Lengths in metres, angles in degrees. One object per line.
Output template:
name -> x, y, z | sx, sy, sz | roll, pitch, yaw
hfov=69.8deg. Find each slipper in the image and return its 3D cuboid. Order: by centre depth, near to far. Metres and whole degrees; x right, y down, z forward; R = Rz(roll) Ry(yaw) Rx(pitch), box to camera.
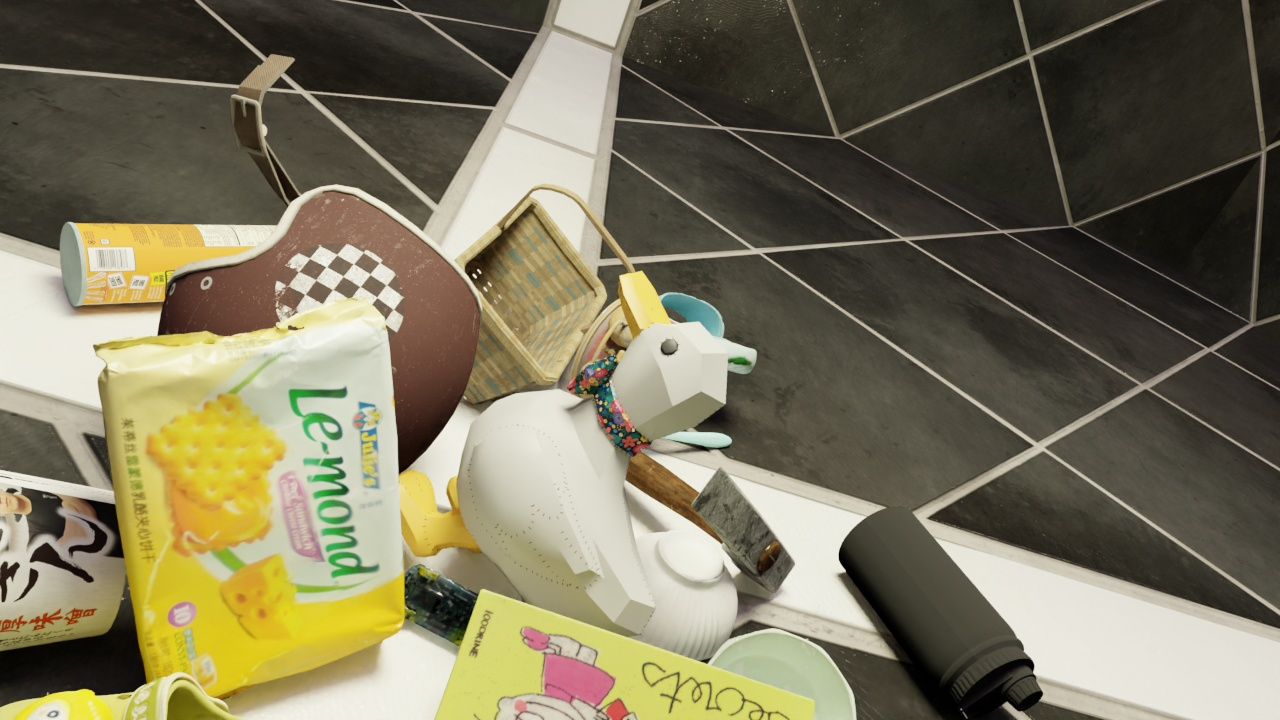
slipper -> -0.254, 0.212, 0.477 | 0.190, 0.082, 0.091 | 13, 32, -23
slipper -> 0.058, -0.039, 1.090 | 0.104, 0.074, 0.245 | 13, 5, -29

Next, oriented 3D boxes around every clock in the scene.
clock -> -0.005, 0.005, 0.868 | 0.081, 0.117, 0.158 | 29, -1, 22

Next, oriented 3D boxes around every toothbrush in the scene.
toothbrush -> 0.037, 0.078, 0.963 | 0.180, 0.016, 0.017 | 11, 1, -44

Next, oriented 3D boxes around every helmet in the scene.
helmet -> -0.243, -0.025, 0.708 | 0.234, 0.234, 0.252 | 27, 61, -2

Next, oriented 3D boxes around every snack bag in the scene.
snack bag -> -0.232, 0.089, 0.561 | 0.159, 0.247, 0.068 | -11, 19, -39

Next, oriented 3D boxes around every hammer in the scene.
hammer -> -0.010, 0.087, 0.822 | 0.301, 0.037, 0.218 | 30, -14, 34

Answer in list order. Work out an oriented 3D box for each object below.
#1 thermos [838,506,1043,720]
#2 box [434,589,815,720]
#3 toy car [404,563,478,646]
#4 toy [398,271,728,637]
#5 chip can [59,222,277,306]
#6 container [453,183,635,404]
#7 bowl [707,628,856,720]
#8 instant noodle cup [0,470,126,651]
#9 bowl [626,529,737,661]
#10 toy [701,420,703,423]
thermos -> 0.267, 0.230, 0.820 | 0.086, 0.086, 0.198 | 5, 33, -30
box -> -0.015, 0.234, 0.557 | 0.221, 0.082, 0.124 | 21, 64, -2
toy car -> -0.135, 0.182, 0.664 | 0.090, 0.038, 0.027 | 27, -13, 6
toy -> -0.045, 0.080, 0.675 | 0.140, 0.268, 0.246 | 19, 50, -64
chip can -> -0.430, -0.095, 0.890 | 0.214, 0.075, 0.075 | -7, 40, -43
container -> -0.106, -0.082, 0.950 | 0.157, 0.187, 0.249 | 52, 24, -14
bowl -> 0.088, 0.255, 0.651 | 0.117, 0.061, 0.117 | 3, 66, -7
instant noodle cup -> -0.373, 0.116, 0.530 | 0.121, 0.124, 0.123 | 11, 29, -39
bowl -> 0.031, 0.182, 0.756 | 0.118, 0.062, 0.118 | 17, 28, -10
toy -> 0.029, 0.030, 1.028 | 0.088, 0.056, 0.106 | 0, 35, -39
